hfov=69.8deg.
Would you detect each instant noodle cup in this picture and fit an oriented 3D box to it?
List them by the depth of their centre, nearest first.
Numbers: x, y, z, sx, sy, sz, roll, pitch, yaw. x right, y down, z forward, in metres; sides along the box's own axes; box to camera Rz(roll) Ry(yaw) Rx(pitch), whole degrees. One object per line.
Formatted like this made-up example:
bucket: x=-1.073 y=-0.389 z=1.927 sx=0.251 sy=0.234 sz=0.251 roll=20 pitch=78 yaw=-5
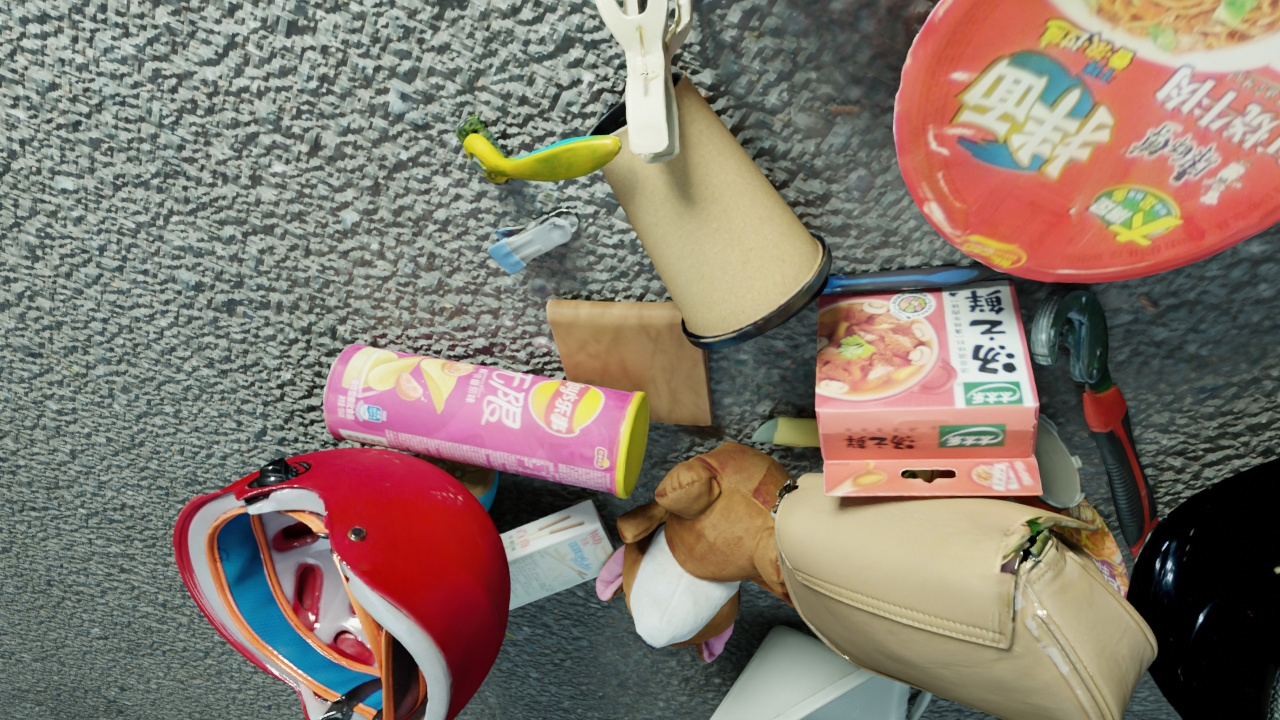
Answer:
instant noodle cup: x=0.211 y=-0.127 z=0.407 sx=0.194 sy=0.065 sz=0.194 roll=7 pitch=136 yaw=7
instant noodle cup: x=0.269 y=0.156 z=0.649 sx=0.111 sy=0.111 sz=0.099 roll=28 pitch=142 yaw=-15

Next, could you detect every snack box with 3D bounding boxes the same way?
snack box: x=0.157 y=0.013 z=0.513 sx=0.113 sy=0.126 sz=0.044 roll=-3 pitch=133 yaw=14
snack box: x=-0.099 y=0.168 z=0.740 sx=0.157 sy=0.026 sz=0.085 roll=-21 pitch=144 yaw=-2

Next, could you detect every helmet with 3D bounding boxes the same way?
helmet: x=0.437 y=0.156 z=0.528 sx=0.274 sy=0.230 sz=0.233 roll=-12 pitch=101 yaw=-16
helmet: x=-0.187 y=0.145 z=0.625 sx=0.240 sy=0.143 sz=0.207 roll=12 pitch=121 yaw=32

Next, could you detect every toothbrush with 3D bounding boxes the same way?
toothbrush: x=0.165 y=-0.047 z=0.533 sx=0.190 sy=0.014 sz=0.016 roll=-4 pitch=157 yaw=17

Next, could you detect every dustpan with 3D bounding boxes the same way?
dustpan: x=0.148 y=0.355 z=0.810 sx=0.143 sy=0.257 sz=0.223 roll=19 pitch=140 yaw=28

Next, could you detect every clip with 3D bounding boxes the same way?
clip: x=-0.001 y=-0.148 z=0.403 sx=0.035 sy=0.103 sz=0.092 roll=-3 pitch=154 yaw=17
clip: x=-0.063 y=-0.075 z=0.554 sx=0.058 sy=0.038 sz=0.026 roll=-20 pitch=125 yaw=30

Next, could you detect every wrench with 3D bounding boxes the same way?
wrench: x=0.296 y=0.049 z=0.578 sx=0.016 sy=0.056 sz=0.273 roll=19 pitch=156 yaw=50

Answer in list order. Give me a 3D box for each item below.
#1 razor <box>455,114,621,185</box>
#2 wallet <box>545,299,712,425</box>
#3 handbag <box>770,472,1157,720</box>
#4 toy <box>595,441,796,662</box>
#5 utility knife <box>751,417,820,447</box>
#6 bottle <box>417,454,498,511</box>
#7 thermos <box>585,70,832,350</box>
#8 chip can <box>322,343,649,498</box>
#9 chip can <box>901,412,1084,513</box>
razor: x=-0.053 y=-0.105 z=0.469 sx=0.133 sy=0.028 sz=0.043 roll=15 pitch=147 yaw=51
wallet: x=-0.004 y=0.004 z=0.617 sx=0.101 sy=0.020 sz=0.115 roll=2 pitch=137 yaw=13
handbag: x=0.175 y=0.129 z=0.525 sx=0.205 sy=0.099 sz=0.148 roll=5 pitch=135 yaw=50
toy: x=0.042 y=0.155 z=0.678 sx=0.140 sy=0.130 sz=0.200 roll=38 pitch=138 yaw=5
utility knife: x=0.176 y=0.056 z=0.628 sx=0.196 sy=0.020 sz=0.031 roll=8 pitch=139 yaw=6
bottle: x=-0.162 y=0.152 z=0.764 sx=0.065 sy=0.065 sz=0.219 roll=15 pitch=135 yaw=-3
thermos: x=0.036 y=-0.075 z=0.487 sx=0.093 sy=0.092 sz=0.143 roll=-23 pitch=117 yaw=30
chip can: x=-0.103 y=0.038 z=0.623 sx=0.211 sy=0.071 sz=0.071 roll=10 pitch=136 yaw=11
chip can: x=0.192 y=0.112 z=0.630 sx=0.073 sy=0.073 sz=0.217 roll=27 pitch=138 yaw=-14
